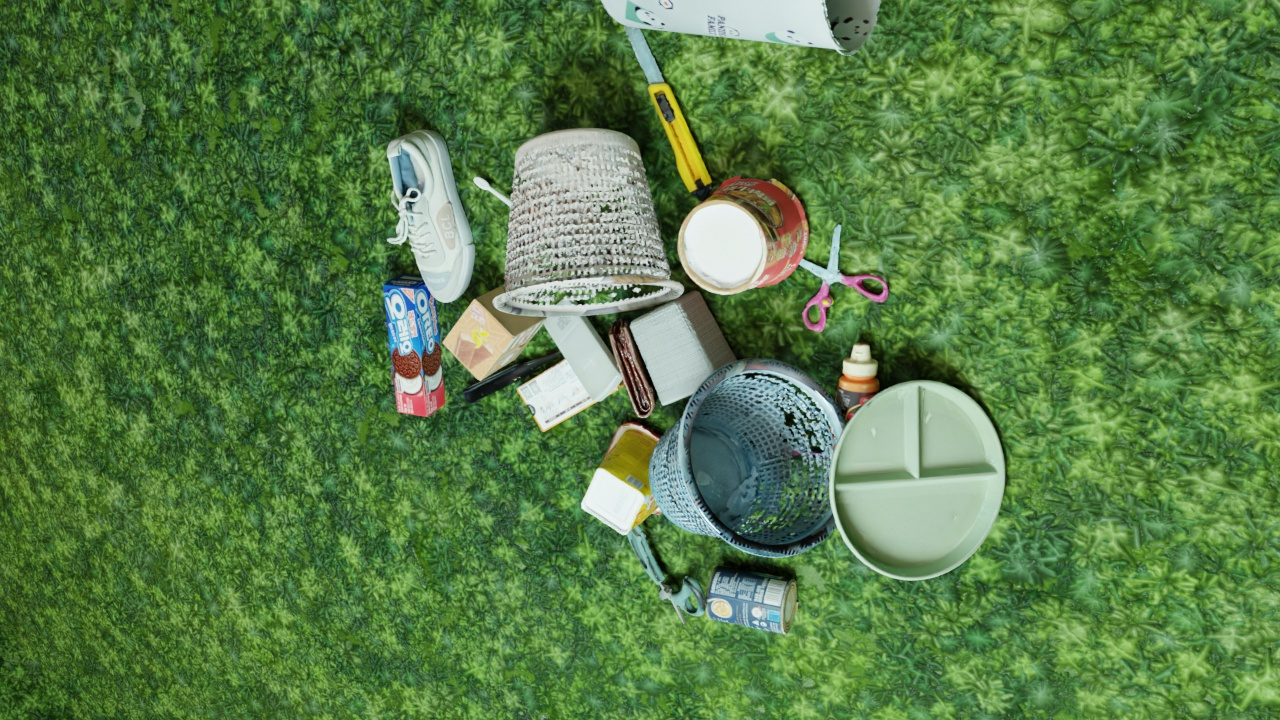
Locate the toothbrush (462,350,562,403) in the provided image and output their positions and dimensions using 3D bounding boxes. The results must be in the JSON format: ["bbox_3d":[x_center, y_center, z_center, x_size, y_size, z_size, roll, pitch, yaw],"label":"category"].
[{"bbox_3d":[-0.175,0.014,1.326,0.213,0.027,0.026,-25,141,30],"label":"toothbrush"}]

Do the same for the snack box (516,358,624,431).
[{"bbox_3d":[-0.100,0.037,1.297,0.154,0.026,0.075,-30,94,31],"label":"snack box"}]

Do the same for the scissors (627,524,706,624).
[{"bbox_3d":[0.037,0.300,1.294,0.175,0.019,0.170,62,156,0],"label":"scissors"}]

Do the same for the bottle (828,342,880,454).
[{"bbox_3d":[0.263,0.051,1.109,0.067,0.066,0.149,7,106,23],"label":"bottle"}]

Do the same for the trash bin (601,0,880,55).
[{"bbox_3d":[0.098,-0.426,0.912,0.252,0.228,0.230,11,114,27],"label":"trash bin"}]

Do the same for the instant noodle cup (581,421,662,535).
[{"bbox_3d":[-0.012,0.165,1.247,0.116,0.123,0.116,31,120,12],"label":"instant noodle cup"}]

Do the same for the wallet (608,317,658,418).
[{"bbox_3d":[-0.007,0.007,1.199,0.032,0.101,0.124,-20,100,6],"label":"wallet"}]

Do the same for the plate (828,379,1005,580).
[{"bbox_3d":[0.315,0.136,1.052,0.230,0.027,0.230,-1,93,-16],"label":"plate"}]

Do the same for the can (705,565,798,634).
[{"bbox_3d":[0.154,0.328,1.258,0.111,0.075,0.075,5,112,24],"label":"can"}]

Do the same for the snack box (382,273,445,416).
[{"bbox_3d":[-0.338,-0.022,1.372,0.058,0.057,0.208,7,112,20],"label":"snack box"}]

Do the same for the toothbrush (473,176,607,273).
[{"bbox_3d":[-0.136,-0.183,1.228,0.221,0.026,0.027,36,95,9],"label":"toothbrush"}]

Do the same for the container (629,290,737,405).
[{"bbox_3d":[0.054,-0.019,1.166,0.090,0.090,0.114,-23,95,30],"label":"container"}]

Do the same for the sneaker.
[{"bbox_3d":[-0.296,-0.191,1.266,0.090,0.090,0.242,2,111,26],"label":"sneaker"}]

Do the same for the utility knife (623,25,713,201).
[{"bbox_3d":[0.031,-0.298,1.102,0.033,0.015,0.230,-23,93,26],"label":"utility knife"}]

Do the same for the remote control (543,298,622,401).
[{"bbox_3d":[-0.077,-0.017,1.235,0.058,0.021,0.150,-47,61,25],"label":"remote control"}]

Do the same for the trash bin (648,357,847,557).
[{"bbox_3d":[0.111,0.128,1.115,0.226,0.226,0.195,54,154,-2],"label":"trash bin"}]

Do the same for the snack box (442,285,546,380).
[{"bbox_3d":[-0.202,-0.042,1.276,0.077,0.092,0.095,45,122,4],"label":"snack box"}]

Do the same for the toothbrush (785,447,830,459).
[{"bbox_3d":[0.254,0.121,1.167,0.189,0.017,0.014,5,111,28],"label":"toothbrush"}]

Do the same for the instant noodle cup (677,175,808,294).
[{"bbox_3d":[0.114,-0.139,1.070,0.138,0.108,0.138,10,113,26],"label":"instant noodle cup"}]

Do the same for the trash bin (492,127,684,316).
[{"bbox_3d":[-0.069,-0.163,1.098,0.228,0.227,0.192,-8,84,28],"label":"trash bin"}]

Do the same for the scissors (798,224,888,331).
[{"bbox_3d":[0.232,-0.095,1.091,0.136,0.017,0.133,15,112,25],"label":"scissors"}]
